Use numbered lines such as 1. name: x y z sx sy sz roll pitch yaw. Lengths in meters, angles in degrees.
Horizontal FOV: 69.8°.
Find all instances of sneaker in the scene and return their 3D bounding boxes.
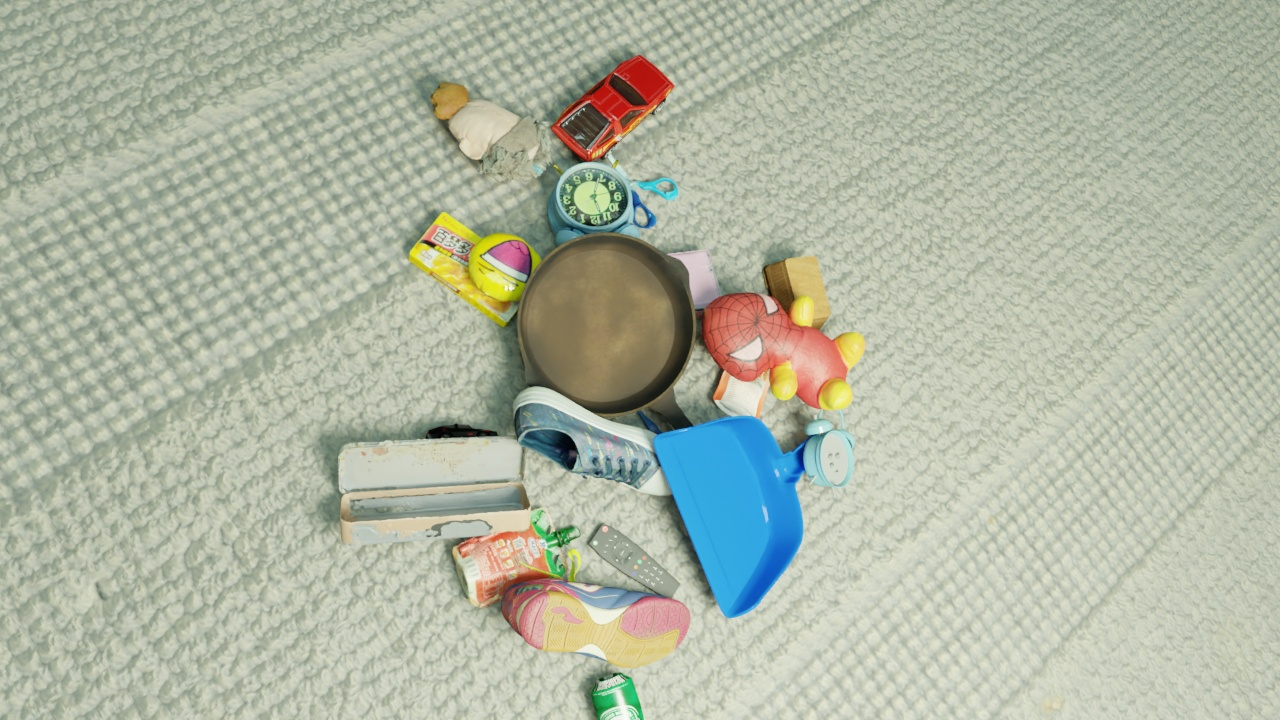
1. sneaker: -0.052 0.116 1.108 0.235 0.088 0.079 26 36 -14
2. sneaker: -0.050 0.294 1.088 0.241 0.091 0.116 17 86 -33

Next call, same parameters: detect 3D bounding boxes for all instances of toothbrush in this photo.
1. toothbrush: 0.019 0.094 1.190 0.021 0.016 0.132 -34 86 -18

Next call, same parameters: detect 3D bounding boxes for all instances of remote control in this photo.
1. remote control: -0.007 0.252 1.143 0.124 0.010 0.039 37 69 -3

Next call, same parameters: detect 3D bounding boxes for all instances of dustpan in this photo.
1. dustpan: 0.155 0.154 1.174 0.256 0.060 0.245 -30 101 -45

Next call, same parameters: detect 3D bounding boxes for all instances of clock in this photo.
1. clock: 0.250 0.112 1.205 0.087 0.042 0.123 28 63 -37
2. clock: -0.061 -0.189 1.215 0.118 0.060 0.162 -10 73 -12

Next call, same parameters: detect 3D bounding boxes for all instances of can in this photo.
1. can: -0.022 0.420 1.071 0.053 0.053 0.101 -15 80 -19

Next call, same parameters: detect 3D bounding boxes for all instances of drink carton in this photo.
1. drink carton: 0.146 0.016 1.241 0.069 0.039 0.122 28 64 -8

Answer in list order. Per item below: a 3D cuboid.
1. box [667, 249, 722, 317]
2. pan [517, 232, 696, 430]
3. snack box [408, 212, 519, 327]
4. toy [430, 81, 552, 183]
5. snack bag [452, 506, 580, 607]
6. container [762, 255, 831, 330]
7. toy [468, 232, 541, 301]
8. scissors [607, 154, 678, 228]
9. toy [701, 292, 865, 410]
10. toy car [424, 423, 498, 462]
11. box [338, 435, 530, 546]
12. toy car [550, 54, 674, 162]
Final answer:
1. box: -0.007 -0.094 1.218 0.232 0.046 0.098 -7 78 -17
2. pan: -0.007 0.007 1.164 0.248 0.043 0.356 -39 101 -12
3. snack box: -0.214 -0.117 1.177 0.152 0.025 0.075 35 69 -4
4. toy: -0.200 -0.297 1.202 0.176 0.076 0.132 39 41 -3
5. snack bag: -0.142 0.232 1.099 0.154 0.044 0.087 -19 87 -24
6. container: 0.219 -0.091 1.271 0.063 0.061 0.114 -8 78 -18
7. toy: -0.170 -0.117 1.153 0.095 0.041 0.094 31 64 -5
8. scissors: -0.016 -0.234 1.270 0.133 0.015 0.103 22 72 -8
9. toy: 0.177 -0.015 1.189 0.216 0.099 0.147 23 54 -1
10. toy car: -0.215 0.097 1.112 0.091 0.042 0.036 -1 49 -17
11. box: -0.236 0.158 1.062 0.216 0.095 0.107 -1 46 -16
12. toy car: -0.036 -0.351 1.273 0.081 0.056 0.189 43 66 2
